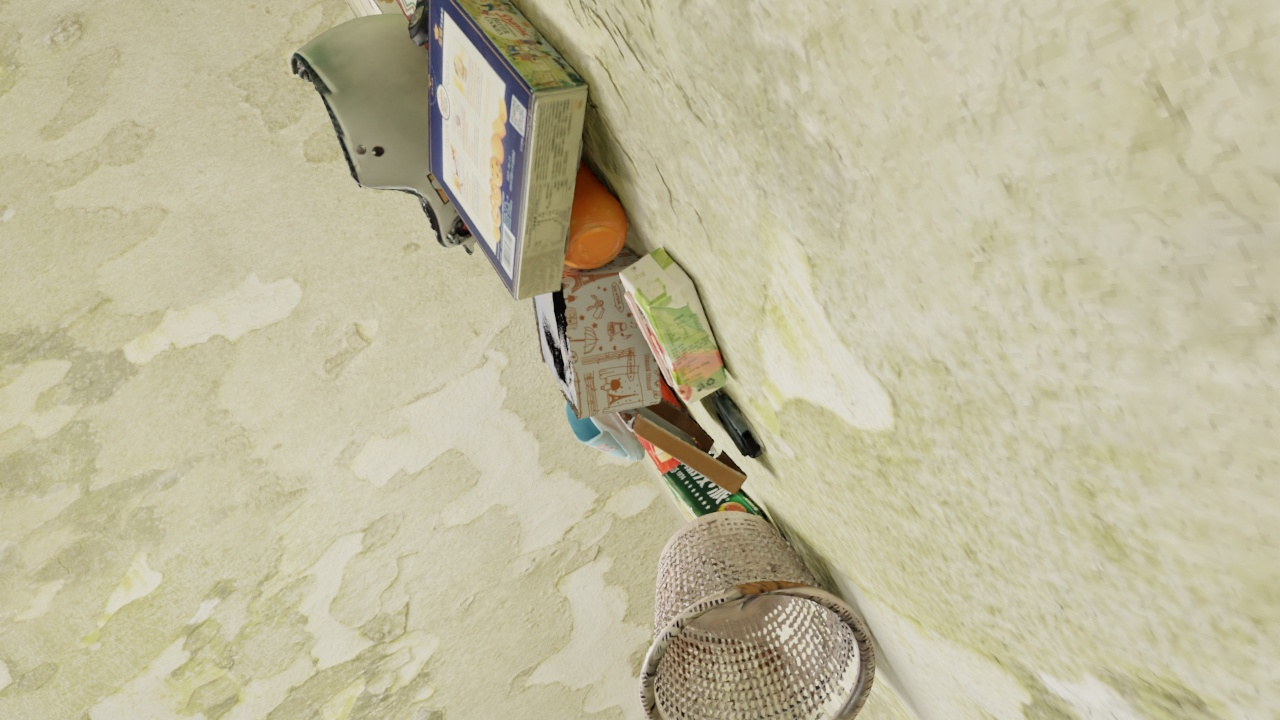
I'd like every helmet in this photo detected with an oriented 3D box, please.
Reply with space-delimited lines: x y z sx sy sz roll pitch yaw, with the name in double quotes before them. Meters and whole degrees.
"helmet" -0.209 -0.244 0.936 0.230 0.157 0.274 56 -171 32

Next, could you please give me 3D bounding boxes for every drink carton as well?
"drink carton" 0.026 -0.024 0.712 0.053 0.045 0.122 53 173 42

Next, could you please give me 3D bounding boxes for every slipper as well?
"slipper" -0.064 0.066 1.197 0.245 0.074 0.104 53 -173 -49

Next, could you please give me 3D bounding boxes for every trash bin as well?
"trash bin" 0.102 0.266 0.946 0.227 0.227 0.192 60 -174 -24

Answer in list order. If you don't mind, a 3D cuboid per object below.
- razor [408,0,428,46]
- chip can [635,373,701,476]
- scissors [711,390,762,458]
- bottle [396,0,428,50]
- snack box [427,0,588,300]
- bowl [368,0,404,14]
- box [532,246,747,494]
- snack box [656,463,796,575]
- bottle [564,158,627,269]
"razor" -0.139 -0.241 0.784 0.062 0.067 0.167 28 152 53
"chip can" -0.002 0.036 1.137 0.216 0.073 0.073 56 174 1
"scissors" 0.059 0.011 0.809 0.135 0.014 0.175 51 169 55
"bottle" -0.165 -0.288 0.817 0.206 0.059 0.060 58 174 -21
"snack box" -0.108 -0.171 0.694 0.182 0.045 0.178 54 148 33
"bowl" -0.250 -0.376 1.016 0.113 0.062 0.113 57 176 6
"box" -0.016 0.009 0.858 0.274 0.126 0.179 58 175 -24
"snack box" 0.105 0.201 1.158 0.114 0.063 0.240 58 174 -22
"bottle" -0.063 -0.142 0.763 0.149 0.067 0.067 61 178 36
